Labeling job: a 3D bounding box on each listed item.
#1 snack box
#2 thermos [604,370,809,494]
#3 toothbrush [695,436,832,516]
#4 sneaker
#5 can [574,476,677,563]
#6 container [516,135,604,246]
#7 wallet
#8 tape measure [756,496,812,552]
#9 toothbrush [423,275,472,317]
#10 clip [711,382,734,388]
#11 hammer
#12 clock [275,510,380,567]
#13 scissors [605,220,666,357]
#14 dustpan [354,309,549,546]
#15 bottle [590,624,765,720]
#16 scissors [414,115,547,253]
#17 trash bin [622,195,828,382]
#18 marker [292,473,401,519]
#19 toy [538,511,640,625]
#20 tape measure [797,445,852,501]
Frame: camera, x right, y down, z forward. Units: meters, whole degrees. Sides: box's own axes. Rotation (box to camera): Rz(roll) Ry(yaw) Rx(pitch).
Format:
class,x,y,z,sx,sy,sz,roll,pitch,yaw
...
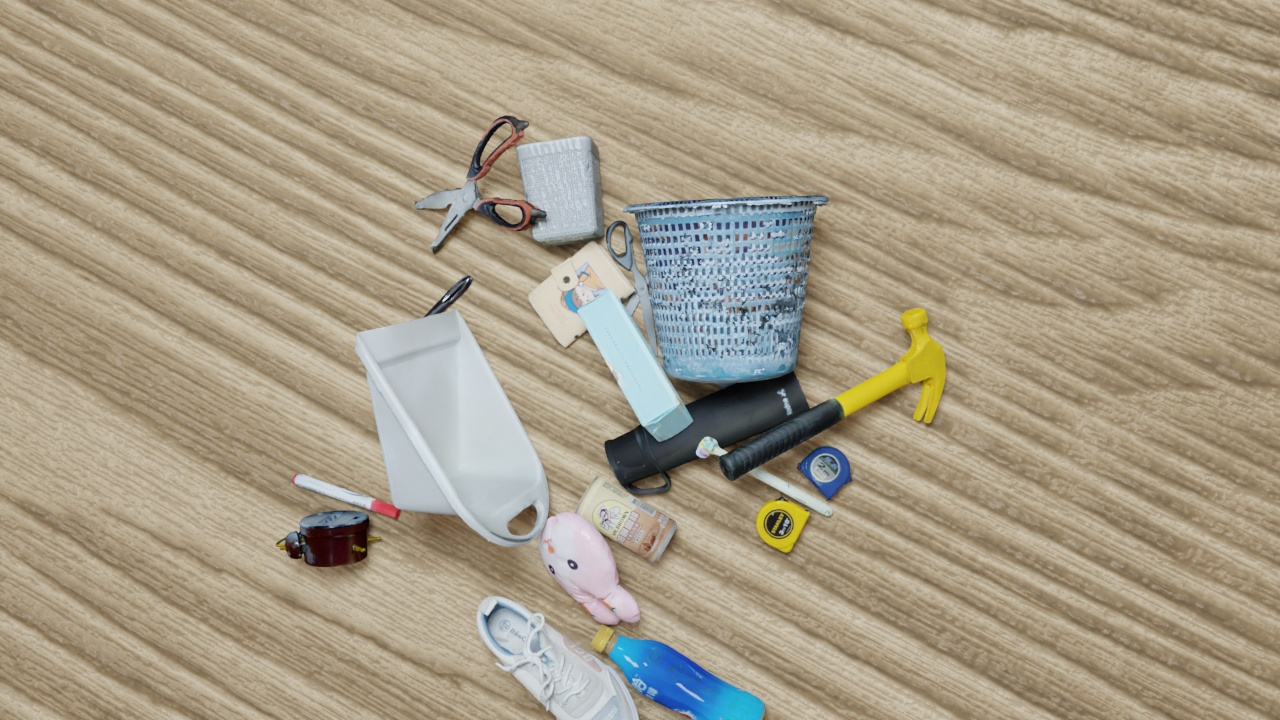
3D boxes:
class,x,y,z,sx,sy,sz,roll,pitch,yaw
snack box,-0.006,0.006,1.068,0.051,0.074,0.174,-31,66,3
thermos,0.083,0.087,1.103,0.243,0.068,0.090,-24,115,7
toothbrush,0.150,0.141,1.083,0.189,0.020,0.029,29,116,-15
sneaker,-0.098,0.357,1.068,0.242,0.091,0.089,35,66,21
can,-0.018,0.192,1.110,0.116,0.058,0.058,29,92,6
container,-0.092,-0.202,1.110,0.090,0.090,0.114,-7,92,7
wallet,-0.076,-0.085,1.135,0.115,0.024,0.087,-38,87,14
tape measure,0.168,0.195,1.104,0.057,0.029,0.060,27,93,5
toothbrush,-0.279,-0.043,1.165,0.181,0.018,0.015,-44,79,2
clip,0.089,0.018,1.122,0.058,0.043,0.027,28,91,2
hammer,0.224,0.057,1.048,0.300,0.033,0.129,-26,104,-14
clock,-0.391,0.221,1.141,0.122,0.082,0.055,-1,95,4
scissors,0.005,-0.095,1.136,0.159,0.014,0.180,-29,89,7
dustpan,-0.192,0.080,1.057,0.143,0.222,0.258,1,100,18
bottle,0.041,0.383,1.098,0.219,0.065,0.065,30,92,6
scissors,-0.194,-0.205,1.105,0.227,0.015,0.189,21,110,30
trash bin,0.096,-0.081,1.029,0.227,0.226,0.195,-1,98,6
marker,-0.376,0.172,1.171,0.145,0.017,0.017,17,91,6
toy,-0.063,0.253,1.099,0.054,0.122,0.159,-38,94,-38
tape measure,0.224,0.131,1.101,0.054,0.025,0.058,-43,89,2
